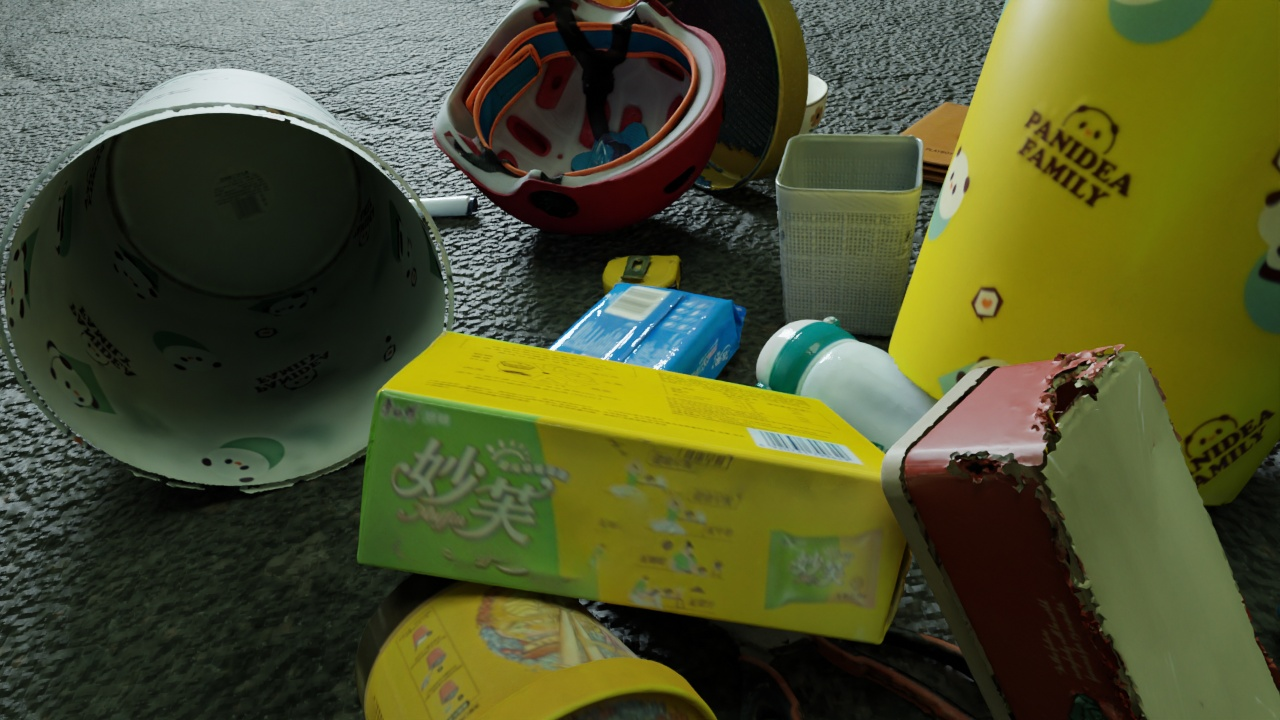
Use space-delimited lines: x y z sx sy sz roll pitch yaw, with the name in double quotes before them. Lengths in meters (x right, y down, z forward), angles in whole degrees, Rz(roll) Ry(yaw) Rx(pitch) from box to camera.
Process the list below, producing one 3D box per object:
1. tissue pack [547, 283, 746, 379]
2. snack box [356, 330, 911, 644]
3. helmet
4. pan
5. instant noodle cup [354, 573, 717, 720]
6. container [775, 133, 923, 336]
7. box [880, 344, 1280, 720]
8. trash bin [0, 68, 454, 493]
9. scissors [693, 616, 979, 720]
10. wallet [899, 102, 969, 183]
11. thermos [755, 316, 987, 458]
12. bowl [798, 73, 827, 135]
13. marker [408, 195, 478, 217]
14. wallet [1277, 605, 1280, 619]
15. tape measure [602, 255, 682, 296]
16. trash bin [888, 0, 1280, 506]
"tissue pack" -0.003 0.003 0.582 0.095 0.052 0.156 13 39 28
"snack box" -0.004 0.047 0.413 0.210 0.070 0.157 10 9 -5
"helmet" -0.034 -0.190 0.772 0.240 0.144 0.206 17 69 23
"pan" 0.010 -0.298 0.833 0.078 0.198 0.357 -19 55 -30
"instant noodle cup" -0.048 0.140 0.349 0.118 0.118 0.114 -24 31 -23
"container" 0.141 -0.084 0.627 0.090 0.114 0.090 5 37 15
"box" 0.170 0.084 0.328 0.091 0.168 0.080 -34 12 -33
"trash bin" -0.262 -0.079 0.602 0.229 0.230 0.252 -17 32 -15
"scissors" 0.068 0.135 0.417 0.189 0.015 0.226 -5 36 2
"wallet" 0.292 -0.198 0.840 0.108 0.031 0.131 23 46 37
"thermos" 0.149 0.047 0.486 0.073 0.073 0.224 -25 39 -25
"bowl" 0.123 -0.234 0.886 0.113 0.062 0.113 -5 37 3
"marker" -0.214 -0.141 0.847 0.131 0.018 0.022 -2 26 7
"wallet" 0.340 0.135 0.357 0.133 0.040 0.106 -1 44 6
"tape measure" 0.000 -0.061 0.692 0.060 0.029 0.057 1 37 10
"trash bin" 0.256 -0.086 0.444 0.229 0.256 0.229 16 19 -6
